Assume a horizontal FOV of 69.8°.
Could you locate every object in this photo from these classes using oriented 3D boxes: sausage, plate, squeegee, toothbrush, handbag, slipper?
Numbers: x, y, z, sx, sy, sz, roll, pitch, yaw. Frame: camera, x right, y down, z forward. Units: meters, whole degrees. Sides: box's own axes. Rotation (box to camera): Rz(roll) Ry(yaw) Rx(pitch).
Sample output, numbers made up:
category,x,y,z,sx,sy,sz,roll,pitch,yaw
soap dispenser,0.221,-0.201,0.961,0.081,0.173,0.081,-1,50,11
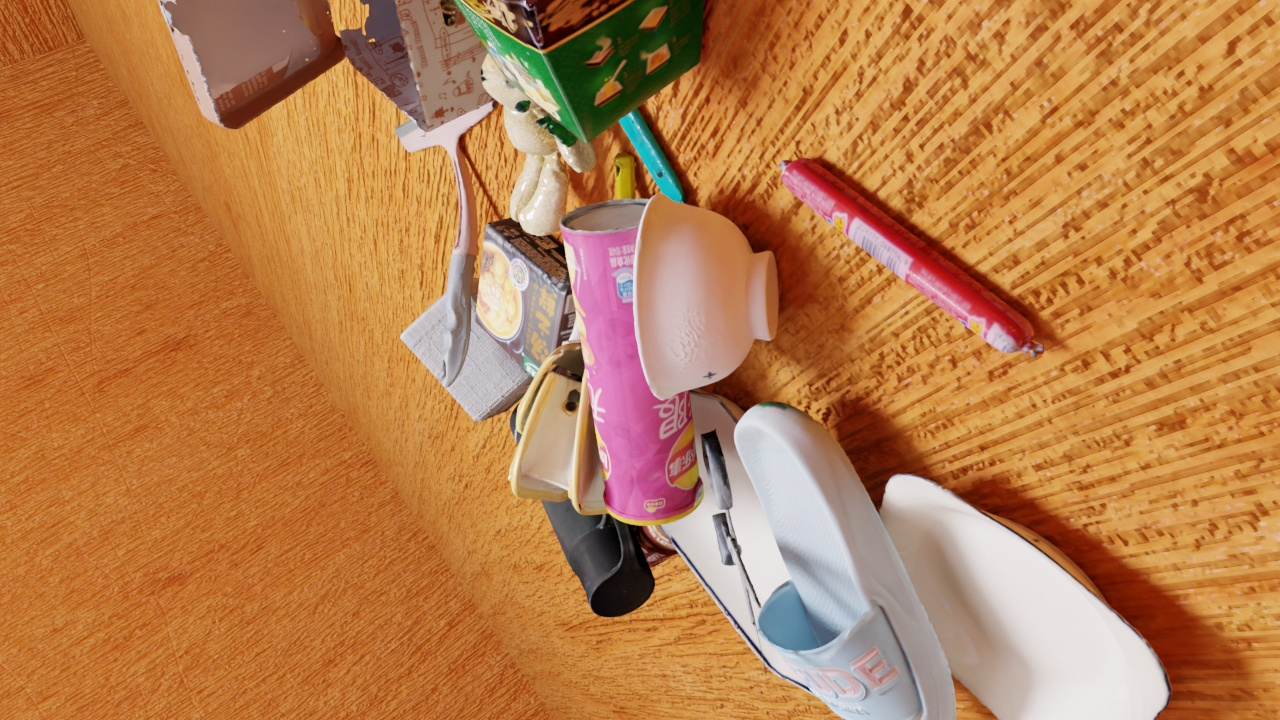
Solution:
category,x,y,z,sx,sy,sz,roll,pitch,yaw
sausage,0.120,-0.050,0.424,0.156,0.020,0.020,45,154,26
plate,0.086,0.126,0.671,0.265,0.034,0.162,52,144,11
squeegee,-0.164,-0.101,0.816,0.248,0.040,0.249,6,98,59
plate,0.199,0.137,0.495,0.164,0.034,0.164,41,153,33
toothbrush,-0.010,-0.047,0.630,0.016,0.016,0.190,28,131,42
handbag,-0.043,0.026,0.710,0.063,0.178,0.163,8,173,12
slipper,0.109,0.142,0.541,0.245,0.074,0.104,66,159,-9

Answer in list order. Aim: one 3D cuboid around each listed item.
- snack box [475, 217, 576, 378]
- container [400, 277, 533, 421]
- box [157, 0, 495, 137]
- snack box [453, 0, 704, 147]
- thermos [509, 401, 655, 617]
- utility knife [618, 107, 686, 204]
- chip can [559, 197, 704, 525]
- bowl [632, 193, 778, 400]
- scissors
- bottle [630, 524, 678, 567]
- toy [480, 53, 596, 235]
category,x,y,z,sx,sy,sz,roll,pitch,yaw
snack box,-0.086,-0.041,0.775,0.113,0.053,0.126,40,133,33
container,-0.154,-0.009,0.900,0.114,0.090,0.090,51,-166,4
box,-0.212,-0.244,0.599,0.156,0.192,0.183,42,153,30
snack box,-0.029,-0.183,0.449,0.118,0.117,0.106,45,167,31
thermos,-0.054,0.117,0.847,0.242,0.068,0.090,56,139,48
utility knife,-0.013,-0.155,0.553,0.157,0.013,0.029,59,166,-6
chip can,-0.004,0.004,0.605,0.071,0.071,0.211,26,132,50
bowl,0.043,-0.036,0.519,0.065,0.118,0.118,-1,130,17
scissors,0.059,0.115,0.578,0.175,0.014,0.159,85,174,-72
bottle,0.021,0.150,0.830,0.057,0.057,0.175,53,157,8
toy,-0.071,-0.150,0.608,0.157,0.066,0.105,96,154,-51
